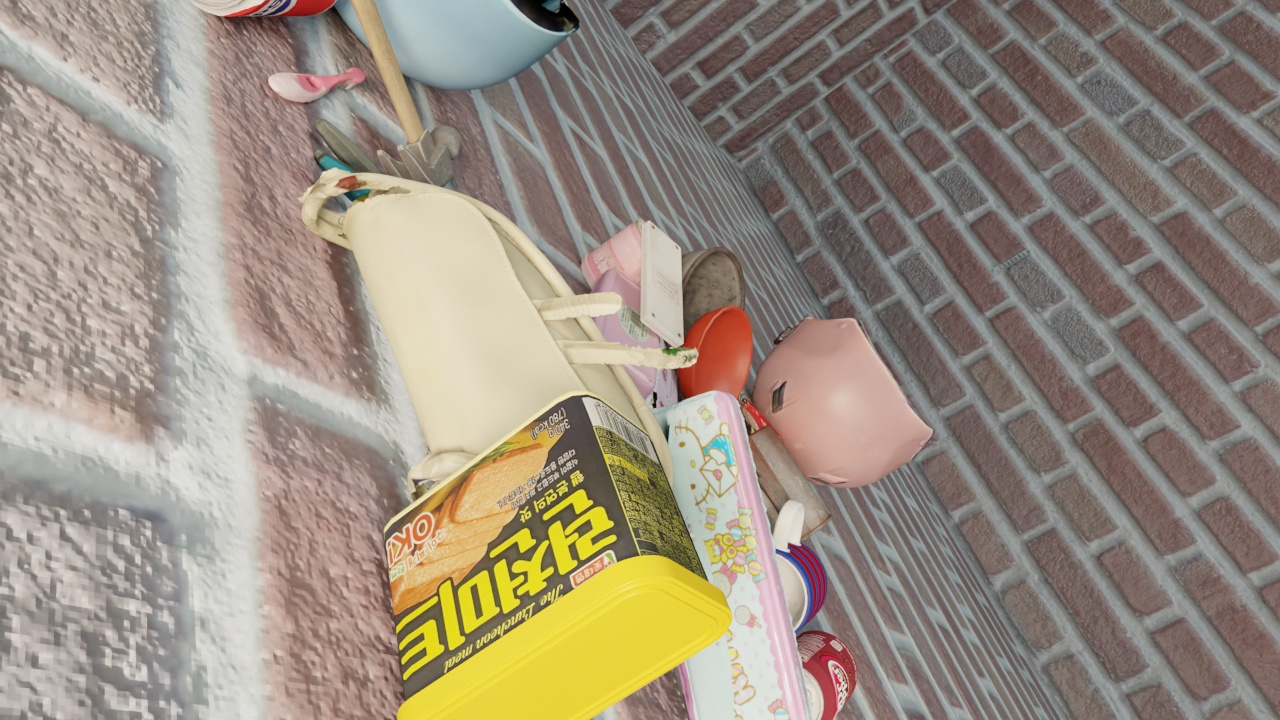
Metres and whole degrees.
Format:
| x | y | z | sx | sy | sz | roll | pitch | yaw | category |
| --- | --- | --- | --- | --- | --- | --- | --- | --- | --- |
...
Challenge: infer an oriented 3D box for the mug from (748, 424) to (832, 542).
| x | y | z | sx | sy | sz | roll | pitch | yaw | category |
| --- | --- | --- | --- | --- | --- | --- | --- | --- | --- |
| 0.111 | 0.122 | 0.835 | 0.110 | 0.096 | 0.123 | 52 | -8 | 9 | mug |

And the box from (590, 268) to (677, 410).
| x | y | z | sx | sy | sz | roll | pitch | yaw | category |
| --- | --- | --- | --- | --- | --- | --- | --- | --- | --- |
| 0.003 | 0.000 | 0.844 | 0.155 | 0.059 | 0.201 | 51 | 17 | -17 | box |

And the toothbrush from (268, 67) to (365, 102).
| x | y | z | sx | sy | sz | roll | pitch | yaw | category |
| --- | --- | --- | --- | --- | --- | --- | --- | --- | --- |
| -0.223 | -0.191 | 0.634 | 0.021 | 0.016 | 0.134 | 52 | 18 | -11 | toothbrush |

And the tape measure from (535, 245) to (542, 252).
| x | y | z | sx | sy | sz | roll | pitch | yaw | category |
| --- | --- | --- | --- | --- | --- | --- | --- | --- | --- |
| -0.099 | -0.087 | 0.783 | 0.051 | 0.019 | 0.059 | 41 | 14 | -36 | tape measure |

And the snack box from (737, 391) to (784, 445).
| x | y | z | sx | sy | sz | roll | pitch | yaw | category |
| --- | --- | --- | --- | --- | --- | --- | --- | --- | --- |
| 0.126 | 0.101 | 1.041 | 0.132 | 0.036 | 0.151 | 47 | 18 | -28 | snack box |

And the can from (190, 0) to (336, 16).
| x | y | z | sx | sy | sz | roll | pitch | yaw | category |
| --- | --- | --- | --- | --- | --- | --- | --- | --- | --- |
| -0.247 | -0.261 | 0.595 | 0.070 | 0.070 | 0.132 | 52 | 16 | -14 | can |

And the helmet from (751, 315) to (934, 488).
| x | y | z | sx | sy | sz | roll | pitch | yaw | category |
| --- | --- | --- | --- | --- | --- | --- | --- | --- | --- |
| 0.236 | 0.071 | 1.184 | 0.230 | 0.152 | 0.256 | 56 | -15 | -10 | helmet |

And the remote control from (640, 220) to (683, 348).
| x | y | z | sx | sy | sz | roll | pitch | yaw | category |
| --- | --- | --- | --- | --- | --- | --- | --- | --- | --- |
| 0.020 | -0.075 | 0.878 | 0.050 | 0.011 | 0.135 | 36 | 37 | -33 | remote control |

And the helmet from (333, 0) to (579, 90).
| x | y | z | sx | sy | sz | roll | pitch | yaw | category |
| --- | --- | --- | --- | --- | --- | --- | --- | --- | --- |
| -0.181 | -0.343 | 0.772 | 0.225 | 0.167 | 0.265 | 36 | 27 | -56 | helmet |

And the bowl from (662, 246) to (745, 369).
| x | y | z | sx | sy | sz | roll | pitch | yaw | category |
| --- | --- | --- | --- | --- | --- | --- | --- | --- | --- |
| 0.051 | -0.057 | 1.011 | 0.067 | 0.145 | 0.145 | 14 | -10 | 34 | bowl |

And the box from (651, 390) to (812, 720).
| x | y | z | sx | sy | sz | roll | pitch | yaw | category |
| --- | --- | --- | --- | --- | --- | --- | --- | --- | --- |
| 0.062 | 0.129 | 0.579 | 0.089 | 0.093 | 0.214 | 4 | 68 | -49 | box |

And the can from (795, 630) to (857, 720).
| x | y | z | sx | sy | sz | roll | pitch | yaw | category |
| --- | --- | --- | --- | --- | --- | --- | --- | --- | --- |
| 0.125 | 0.245 | 0.696 | 0.063 | 0.063 | 0.114 | 61 | 16 | 17 | can |

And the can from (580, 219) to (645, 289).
| x | y | z | sx | sy | sz | roll | pitch | yaw | category |
| --- | --- | --- | --- | --- | --- | --- | --- | --- | --- |
| -0.014 | -0.098 | 0.951 | 0.067 | 0.076 | 0.067 | 50 | 17 | -22 | can |

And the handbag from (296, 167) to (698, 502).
| x | y | z | sx | sy | sz | roll | pitch | yaw | category |
| --- | --- | --- | --- | --- | --- | --- | --- | --- | --- |
| -0.072 | -0.009 | 0.525 | 0.183 | 0.132 | 0.229 | 15 | 41 | -59 | handbag |

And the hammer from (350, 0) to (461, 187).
| x | y | z | sx | sy | sz | roll | pitch | yaw | category |
| --- | --- | --- | --- | --- | --- | --- | --- | --- | --- |
| -0.193 | -0.265 | 0.617 | 0.119 | 0.031 | 0.332 | -88 | 166 | -56 | hammer |

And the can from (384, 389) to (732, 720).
| x | y | z | sx | sy | sz | roll | pitch | yaw | category |
| --- | --- | --- | --- | --- | --- | --- | --- | --- | --- |
| -0.042 | 0.091 | 0.390 | 0.072 | 0.131 | 0.101 | 40 | 20 | -44 | can |

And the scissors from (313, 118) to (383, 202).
| x | y | z | sx | sy | sz | roll | pitch | yaw | category |
| --- | --- | --- | --- | --- | --- | --- | --- | --- | --- |
| -0.168 | -0.102 | 0.607 | 0.120 | 0.019 | 0.150 | 57 | 10 | 17 | scissors |

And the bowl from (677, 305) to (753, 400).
| x | y | z | sx | sy | sz | roll | pitch | yaw | category |
| --- | --- | --- | --- | --- | --- | --- | --- | --- | --- |
| 0.074 | -0.001 | 0.971 | 0.035 | 0.122 | 0.122 | 14 | -10 | 34 | bowl |

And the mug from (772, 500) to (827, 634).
| x | y | z | sx | sy | sz | roll | pitch | yaw | category |
| --- | --- | --- | --- | --- | --- | --- | --- | --- | --- |
| 0.113 | 0.168 | 0.745 | 0.075 | 0.112 | 0.076 | 15 | 1 | 22 | mug |
